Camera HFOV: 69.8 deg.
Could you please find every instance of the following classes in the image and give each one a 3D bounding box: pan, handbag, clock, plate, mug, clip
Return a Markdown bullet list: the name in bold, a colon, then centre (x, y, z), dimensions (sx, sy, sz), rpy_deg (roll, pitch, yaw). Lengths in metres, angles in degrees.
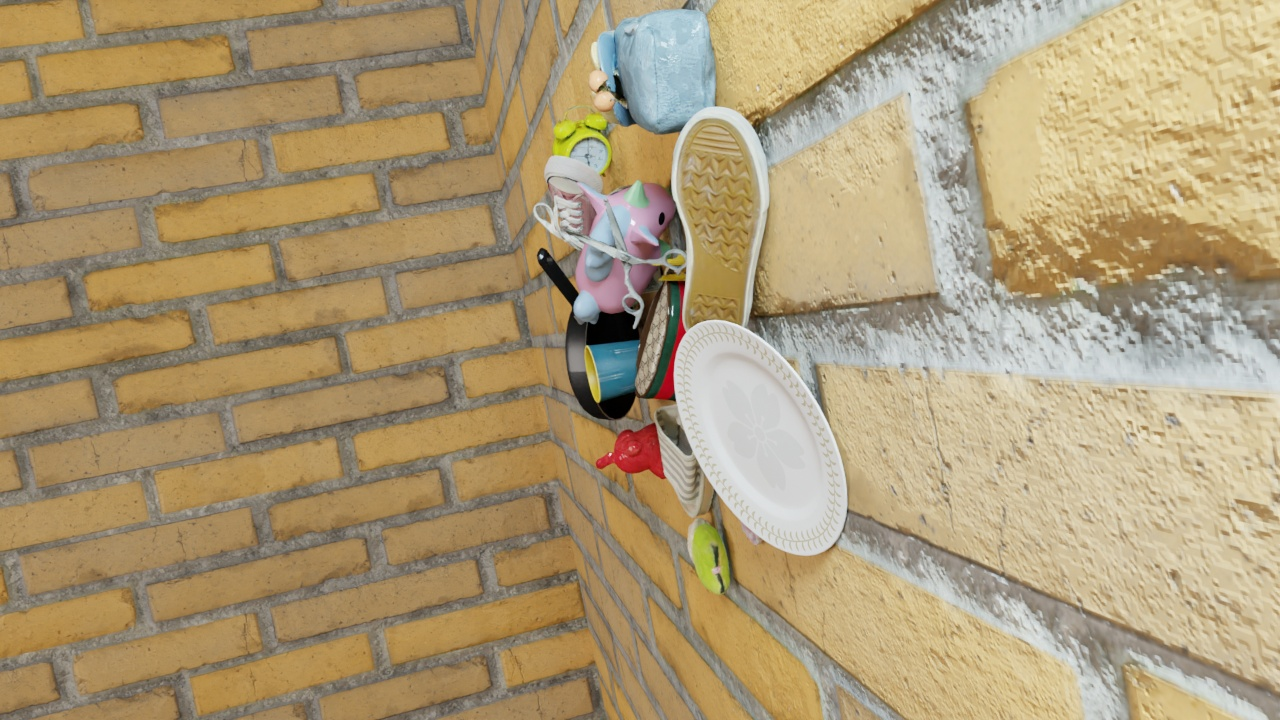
- **pan**: centre (-0.079, -0.049, 1.304), dimensions (0.356, 0.044, 0.203), rpy_deg (54, -140, -54)
- **handbag**: centre (0.005, -0.282, 0.914), dimensions (0.192, 0.118, 0.122), rpy_deg (-118, 20, -69)
- **handbag**: centre (0.030, -0.037, 1.101), dimensions (0.138, 0.063, 0.167), rpy_deg (-119, 40, -60)
- **clock**: centre (-0.089, -0.329, 1.386), dimensions (0.057, 0.083, 0.119), rpy_deg (-126, 23, -52)
- **plate**: centre (0.111, 0.073, 0.872), dimensions (0.242, 0.016, 0.243), rpy_deg (43, 146, 38)
- **mug**: centre (-0.007, 0.007, 1.232), dimensions (0.078, 0.121, 0.078), rpy_deg (168, 91, -78)
- **clip**: centre (0.047, -0.106, 1.043), dimensions (0.054, 0.048, 0.045), rpy_deg (2, 89, 38)

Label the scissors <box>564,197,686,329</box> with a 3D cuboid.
- **scissors**: centre (-0.014, -0.104, 1.028), dimensions (0.014, 0.142, 0.175), rpy_deg (-66, -22, -46)

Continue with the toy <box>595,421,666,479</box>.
- **toy**: centre (0.002, 0.146, 1.329), dimensions (0.088, 0.133, 0.094), rpy_deg (-109, 0, -79)

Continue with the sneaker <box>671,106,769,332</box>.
- **sneaker**: centre (0.079, -0.127, 0.864), dimensions (0.079, 0.087, 0.236), rpy_deg (-66, -22, -53)

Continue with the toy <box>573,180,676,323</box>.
- **toy**: centre (-0.031, -0.125, 1.117), dimensions (0.120, 0.170, 0.223), rpy_deg (40, 114, 13)

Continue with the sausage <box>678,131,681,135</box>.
- **sausage**: centre (0.064, -0.227, 0.925), dimensions (0.155, 0.020, 0.020), rpy_deg (-131, 32, -67)

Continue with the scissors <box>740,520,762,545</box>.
- **scissors**: centre (0.109, 0.145, 1.016), dimensions (0.168, 0.014, 0.170), rpy_deg (66, 167, -12)

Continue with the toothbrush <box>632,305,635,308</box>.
- **toothbrush**: centre (-0.030, -0.095, 1.500), dimensions (0.135, 0.017, 0.022), rpy_deg (-136, 35, -74)

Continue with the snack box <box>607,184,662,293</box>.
- **snack box**: centre (-0.014, -0.166, 1.289), dimensions (0.144, 0.042, 0.145), rpy_deg (-162, 60, -77)

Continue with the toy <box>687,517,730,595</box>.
- **toy**: centre (0.088, 0.255, 1.220), dimensions (0.118, 0.043, 0.092), rpy_deg (-135, 33, -74)

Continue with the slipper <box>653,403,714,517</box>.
- **slipper**: centre (0.058, 0.092, 1.191), dimensions (0.114, 0.054, 0.273), rpy_deg (-126, 29, -49)

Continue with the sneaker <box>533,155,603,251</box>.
- **sneaker**: centre (-0.100, -0.221, 1.400), dimensions (0.241, 0.118, 0.087), rpy_deg (66, -138, -67)
